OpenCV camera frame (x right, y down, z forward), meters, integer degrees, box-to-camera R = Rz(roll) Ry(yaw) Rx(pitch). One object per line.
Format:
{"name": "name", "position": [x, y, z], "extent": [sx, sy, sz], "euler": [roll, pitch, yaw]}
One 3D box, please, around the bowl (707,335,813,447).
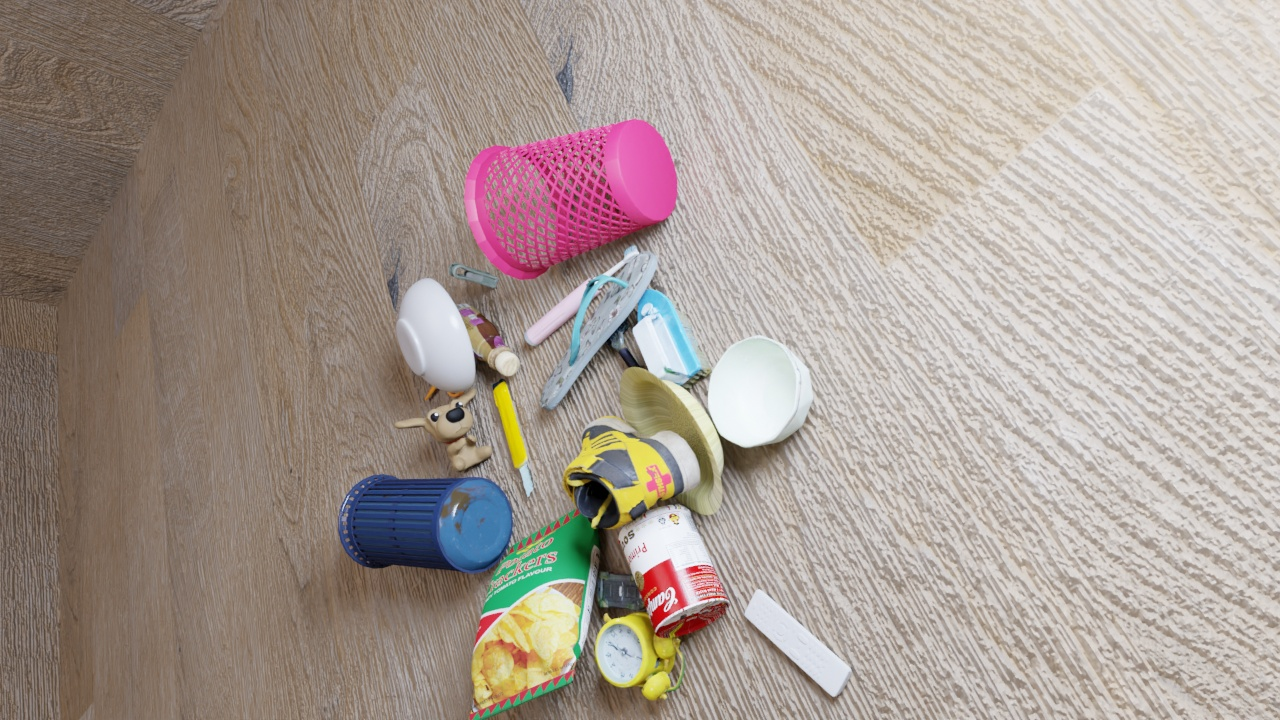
{"name": "bowl", "position": [0.135, 0.036, 0.969], "extent": [0.118, 0.061, 0.117], "euler": [-13, 71, 43]}

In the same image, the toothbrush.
{"name": "toothbrush", "position": [-0.079, -0.086, 1.237], "extent": [0.223, 0.027, 0.026], "euler": [-37, 57, 32]}

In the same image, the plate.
{"name": "plate", "position": [0.045, 0.082, 1.021], "extent": [0.184, 0.036, 0.185], "euler": [46, 152, 32]}

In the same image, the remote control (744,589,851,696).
{"name": "remote control", "position": [0.156, 0.281, 0.921], "extent": [0.131, 0.012, 0.033], "euler": [36, 108, 43]}

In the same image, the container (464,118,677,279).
{"name": "container", "position": [-0.080, -0.216, 1.177], "extent": [0.226, 0.183, 0.183], "euler": [-10, 73, 35]}

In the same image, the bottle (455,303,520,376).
{"name": "bottle", "position": [-0.231, -0.027, 1.347], "extent": [0.166, 0.059, 0.060], "euler": [36, 106, 43]}

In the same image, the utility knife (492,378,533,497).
{"name": "utility knife", "position": [-0.180, 0.106, 1.294], "extent": [0.031, 0.017, 0.191], "euler": [-45, 49, 33]}

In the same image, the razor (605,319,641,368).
{"name": "razor", "position": [-0.007, 0.007, 1.144], "extent": [0.043, 0.022, 0.144], "euler": [-52, 49, 24]}

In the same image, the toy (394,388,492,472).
{"name": "toy", "position": [-0.272, 0.108, 1.338], "extent": [0.108, 0.133, 0.106], "euler": [62, 150, 5]}

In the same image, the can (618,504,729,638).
{"name": "can", "position": [0.035, 0.229, 1.001], "extent": [0.087, 0.086, 0.116], "euler": [-44, 53, 28]}

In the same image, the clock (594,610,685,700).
{"name": "clock", "position": [0.004, 0.330, 1.030], "extent": [0.119, 0.057, 0.083], "euler": [12, 89, 37]}

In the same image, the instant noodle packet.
{"name": "instant noodle packet", "position": [-0.127, 0.301, 1.124], "extent": [0.196, 0.090, 0.252], "euler": [-34, 31, 34]}

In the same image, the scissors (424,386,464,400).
{"name": "scissors", "position": [-0.306, 0.013, 1.446], "extent": [0.125, 0.011, 0.128], "euler": [19, 92, 44]}

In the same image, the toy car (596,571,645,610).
{"name": "toy car", "position": [-0.017, 0.270, 1.078], "extent": [0.091, 0.036, 0.042], "euler": [-10, 73, 42]}

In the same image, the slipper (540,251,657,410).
{"name": "slipper", "position": [-0.070, -0.048, 1.181], "extent": [0.269, 0.054, 0.098], "euler": [-52, 19, 29]}

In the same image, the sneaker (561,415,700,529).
{"name": "sneaker", "position": [-0.040, 0.127, 1.041], "extent": [0.239, 0.121, 0.086], "euler": [0, 112, 62]}

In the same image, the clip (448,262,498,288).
{"name": "clip", "position": [-0.258, -0.131, 1.391], "extent": [0.050, 0.078, 0.023], "euler": [29, 101, 60]}

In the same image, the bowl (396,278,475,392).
{"name": "bowl", "position": [-0.312, -0.028, 1.349], "extent": [0.176, 0.066, 0.177], "euler": [40, 142, 41]}

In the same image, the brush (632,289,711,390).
{"name": "brush", "position": [0.025, -0.030, 1.084], "extent": [0.055, 0.075, 0.135], "euler": [-42, 54, 29]}

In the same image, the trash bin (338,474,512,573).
{"name": "trash bin", "position": [-0.302, 0.230, 1.301], "extent": [0.250, 0.139, 0.139], "euler": [-7, 75, 42]}
